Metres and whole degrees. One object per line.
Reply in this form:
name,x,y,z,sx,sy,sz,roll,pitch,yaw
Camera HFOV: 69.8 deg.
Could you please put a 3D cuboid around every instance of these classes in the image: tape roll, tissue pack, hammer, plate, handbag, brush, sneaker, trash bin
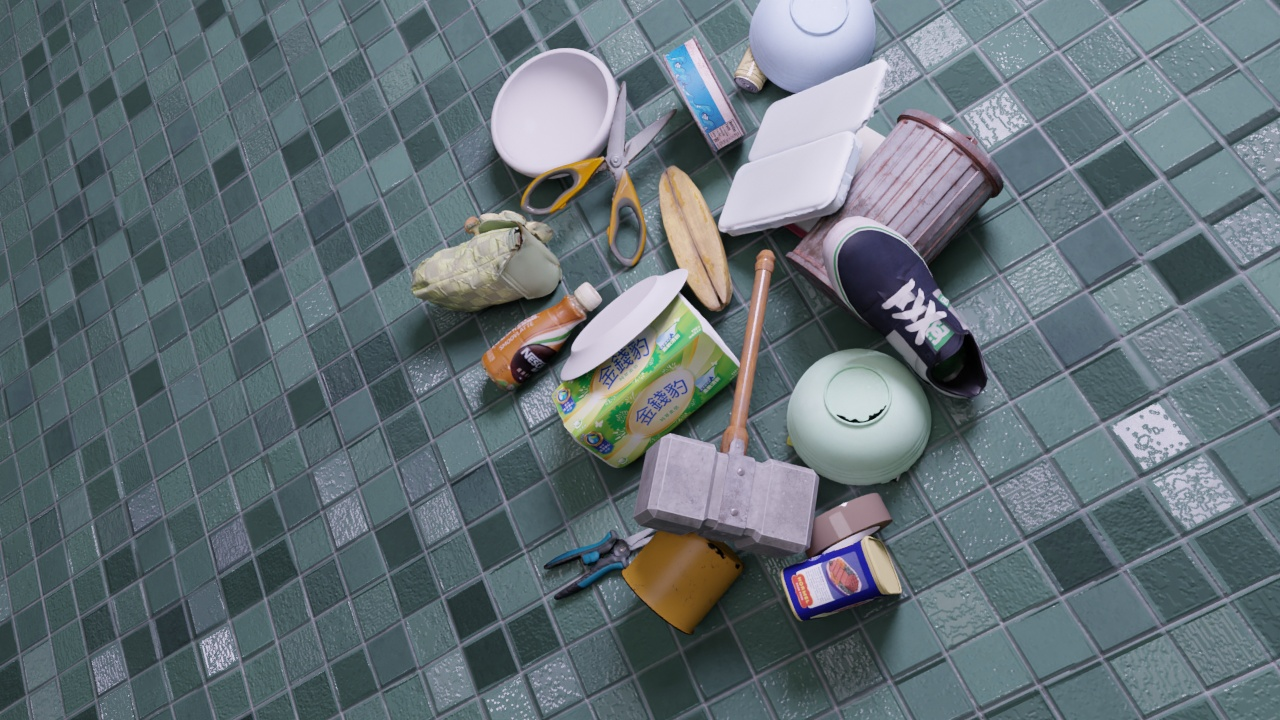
tape roll,0.207,0.170,0.935,0.094,0.093,0.030,-30,68,12
tissue pack,-0.006,0.006,1.060,0.198,0.120,0.141,-36,48,3
hammer,0.107,0.028,0.947,0.162,0.083,0.317,15,71,-8
plate,-0.025,-0.048,1.046,0.189,0.188,0.016,-39,104,8
handbag,-0.197,-0.131,1.165,0.187,0.113,0.116,-14,64,19
brush,0.066,-0.146,1.100,0.059,0.043,0.195,-24,70,16
sneaker,0.266,-0.047,0.890,0.084,0.235,0.079,-44,28,6
trash bin,0.268,-0.152,0.962,0.131,0.130,0.211,43,97,25

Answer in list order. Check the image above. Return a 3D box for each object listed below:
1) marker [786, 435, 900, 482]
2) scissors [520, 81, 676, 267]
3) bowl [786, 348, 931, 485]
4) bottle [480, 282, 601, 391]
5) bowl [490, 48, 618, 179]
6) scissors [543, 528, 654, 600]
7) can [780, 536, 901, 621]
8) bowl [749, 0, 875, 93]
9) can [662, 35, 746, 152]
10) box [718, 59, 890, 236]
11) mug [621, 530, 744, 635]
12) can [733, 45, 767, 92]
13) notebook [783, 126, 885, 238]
marker,0.218,0.103,0.988,0.124,0.021,0.017,19,84,23
scissors,-0.032,-0.220,1.129,0.225,0.016,0.216,-35,95,5
bowl,0.226,0.049,0.955,0.151,0.077,0.150,-5,66,12
bottle,-0.120,-0.032,1.135,0.167,0.059,0.059,-40,66,8
bowl,-0.103,-0.312,1.196,0.177,0.066,0.176,-6,75,20
scissors,-0.050,0.227,1.064,0.144,0.019,0.126,14,82,22
can,0.200,0.219,0.915,0.092,0.116,0.056,-24,69,17
bowl,0.204,-0.394,1.068,0.150,0.075,0.150,0,84,3
can,0.077,-0.315,1.091,0.044,0.130,0.130,-28,68,13
box,0.176,-0.232,1.017,0.209,0.037,0.189,3,71,61
mug,0.044,0.219,0.993,0.094,0.100,0.124,-50,24,1
can,0.148,-0.374,1.129,0.038,0.038,0.079,26,87,25
notebook,0.242,-0.194,1.061,0.209,0.012,0.153,40,94,25
